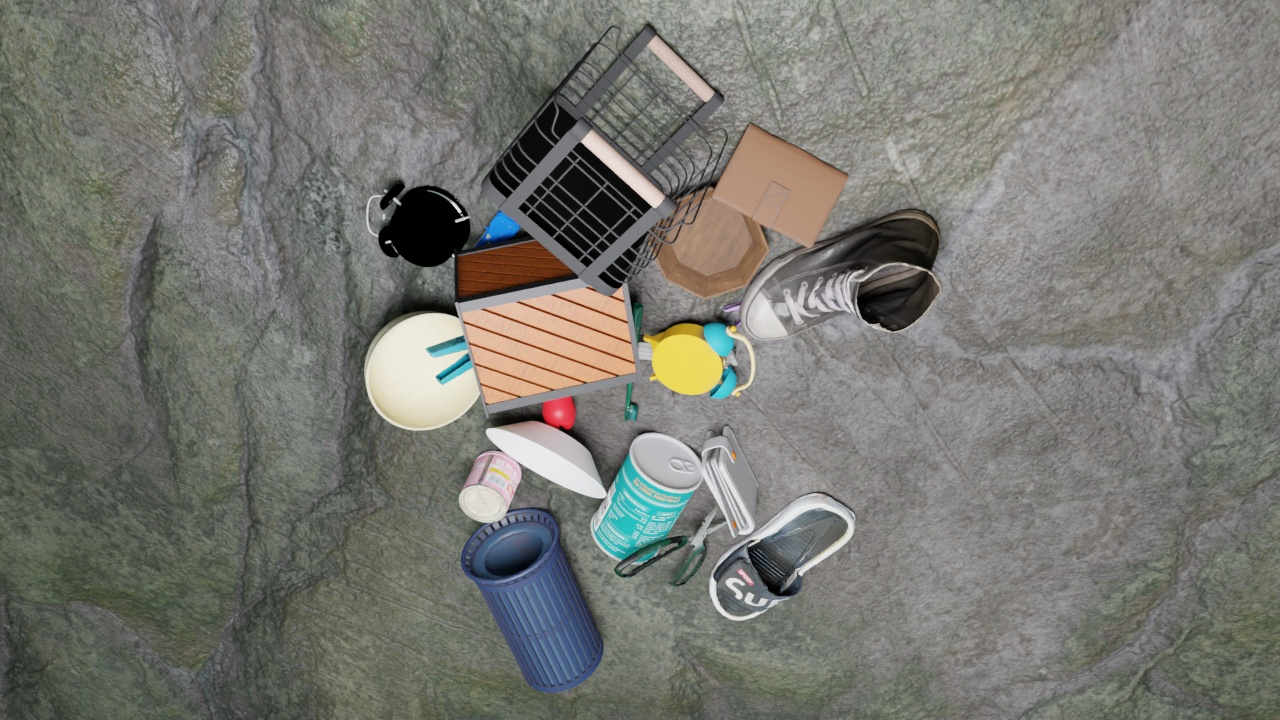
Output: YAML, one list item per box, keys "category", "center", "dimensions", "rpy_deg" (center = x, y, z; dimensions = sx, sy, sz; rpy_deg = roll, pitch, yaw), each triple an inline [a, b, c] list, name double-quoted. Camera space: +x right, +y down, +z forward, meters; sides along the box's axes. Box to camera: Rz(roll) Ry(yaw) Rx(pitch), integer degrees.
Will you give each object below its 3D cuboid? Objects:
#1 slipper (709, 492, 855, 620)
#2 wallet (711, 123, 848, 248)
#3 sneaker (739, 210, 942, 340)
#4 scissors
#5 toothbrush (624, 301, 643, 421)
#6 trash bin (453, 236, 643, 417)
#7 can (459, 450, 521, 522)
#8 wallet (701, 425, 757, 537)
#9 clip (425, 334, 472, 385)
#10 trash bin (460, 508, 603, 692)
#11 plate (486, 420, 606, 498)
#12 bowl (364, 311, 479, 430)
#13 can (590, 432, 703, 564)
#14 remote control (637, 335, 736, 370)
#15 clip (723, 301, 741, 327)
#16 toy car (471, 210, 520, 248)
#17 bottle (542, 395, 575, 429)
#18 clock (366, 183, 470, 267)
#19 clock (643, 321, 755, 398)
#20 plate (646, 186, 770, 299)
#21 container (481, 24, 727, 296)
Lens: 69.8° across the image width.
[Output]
- category: "slipper"
  center: [0.183, 0.281, 1.245]
  dimensions: [0.111, 0.063, 0.265]
  rpy_deg: [36, 119, -12]
- category: "wallet"
  center: [0.147, -0.182, 0.965]
  dimensions: [0.121, 0.013, 0.087]
  rpy_deg: [26, 100, -6]
- category: "sneaker"
  center: [0.208, -0.067, 0.979]
  dimensions: [0.235, 0.119, 0.095]
  rpy_deg: [-19, 117, 24]
- category: "scissors"
  center: [0.041, 0.262, 1.218]
  dimensions: [0.205, 0.015, 0.202]
  rpy_deg: [-13, 141, -33]
- category: "toothbrush"
  center: [-0.007, 0.006, 1.110]
  dimensions: [0.017, 0.016, 0.190]
  rpy_deg: [10, 134, 5]
- category: "trash bin"
  center: [-0.102, -0.050, 1.007]
  dimensions: [0.171, 0.139, 0.140]
  rpy_deg: [-12, 121, -5]
- category: "can"
  center: [-0.201, 0.169, 1.236]
  dimensions: [0.067, 0.076, 0.067]
  rpy_deg: [5, 124, 8]
- category: "wallet"
  center: [0.111, 0.156, 1.144]
  dimensions: [0.038, 0.115, 0.118]
  rpy_deg: [-18, 117, 21]
- category: "clip"
  center: [-0.195, -0.034, 1.096]
  dimensions: [0.130, 0.030, 0.120]
  rpy_deg: [-10, 120, -31]
- category: "trash bin"
  center: [-0.145, 0.350, 1.308]
  dimensions: [0.139, 0.139, 0.250]
  rpy_deg: [-8, 122, 16]
- category: "plate"
  center: [-0.113, 0.118, 1.180]
  dimensions: [0.174, 0.036, 0.174]
  rpy_deg: [25, 160, 9]
- category: "bowl"
  center: [-0.272, 0.003, 1.126]
  dimensions: [0.150, 0.075, 0.151]
  rpy_deg: [-14, 117, -29]
- category: "can"
  center: [0.007, 0.180, 1.189]
  dimensions: [0.099, 0.099, 0.144]
  rpy_deg: [24, 124, -5]
- category: "remote control"
  center: [0.046, -0.010, 1.111]
  dimensions: [0.136, 0.013, 0.033]
  rpy_deg: [6, 124, 5]
- category: "clip"
  center: [0.123, -0.061, 1.063]
  dimensions: [0.050, 0.013, 0.029]
  rpy_deg: [-30, 114, 23]
- category: "toy car"
  center: [-0.178, -0.123, 1.051]
  dimensions: [0.033, 0.061, 0.092]
  rpy_deg: [36, 122, -13]
- category: "bottle"
  center: [-0.107, 0.024, 1.145]
  dimensions: [0.042, 0.041, 0.142]
  rpy_deg: [2, 123, 10]
- category: "clock"
  center: [-0.258, -0.154, 1.058]
  dimensions: [0.121, 0.042, 0.091]
  rpy_deg: [16, 124, 1]
- category: "clock"
  center: [0.070, 0.000, 1.079]
  dimensions: [0.130, 0.043, 0.099]
  rpy_deg: [3, 124, 16]
- category: "plate"
  center: [0.076, -0.132, 1.018]
  dimensions: [0.131, 0.025, 0.131]
  rpy_deg: [5, 123, 8]
- category: "container"
  center: [-0.022, -0.198, 0.875]
  dimensions: [0.163, 0.240, 0.131]
  rpy_deg: [40, 129, -15]
